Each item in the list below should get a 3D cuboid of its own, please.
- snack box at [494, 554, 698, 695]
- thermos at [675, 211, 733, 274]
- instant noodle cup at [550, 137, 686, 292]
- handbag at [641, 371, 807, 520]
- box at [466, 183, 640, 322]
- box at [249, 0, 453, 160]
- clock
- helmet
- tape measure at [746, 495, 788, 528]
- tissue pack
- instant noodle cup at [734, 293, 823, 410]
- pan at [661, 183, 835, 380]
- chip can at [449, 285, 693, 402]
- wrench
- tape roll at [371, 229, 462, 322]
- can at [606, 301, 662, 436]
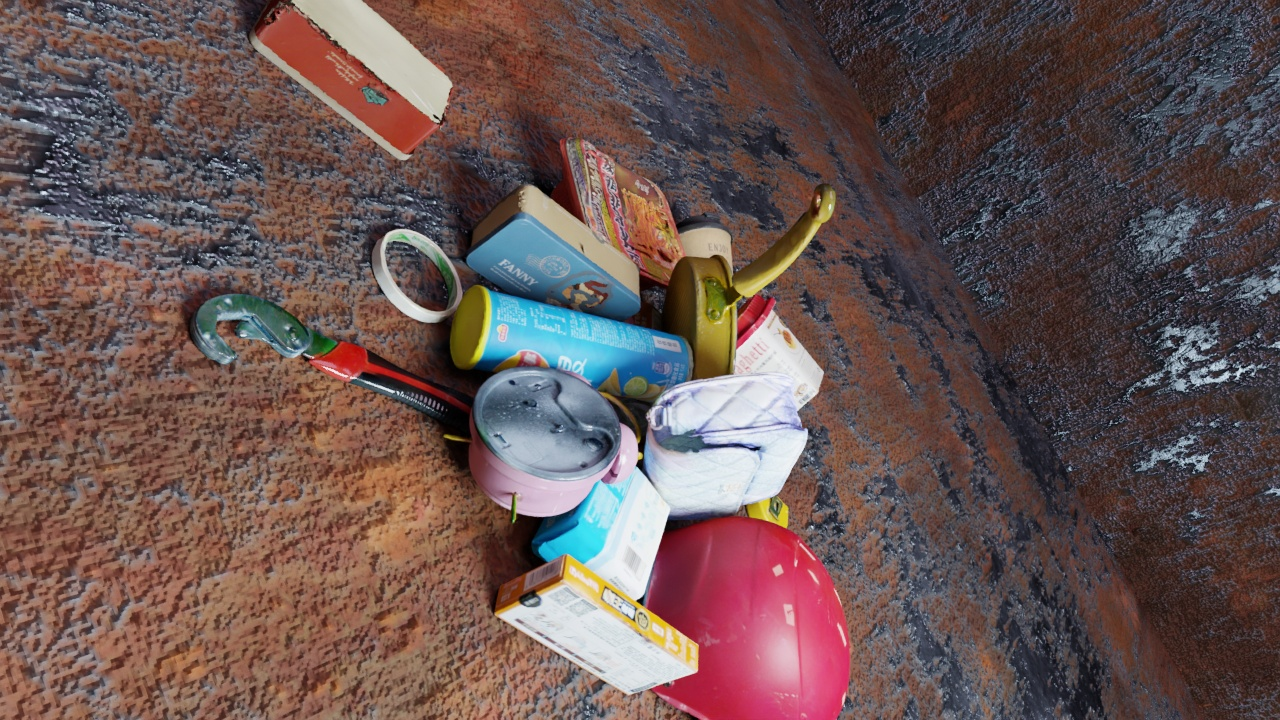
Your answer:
[{"bbox_3d":[-0.031,0.207,0.703,0.153,0.075,0.026,41,35,-28],"label":"snack box"},{"bbox_3d":[0.080,-0.105,1.155,0.093,0.093,0.143,18,56,-49],"label":"thermos"},{"bbox_3d":[-0.028,-0.148,1.033,0.188,0.079,0.164,17,50,-49],"label":"instant noodle cup"},{"bbox_3d":[0.069,0.084,0.819,0.194,0.134,0.075,92,-9,-63],"label":"handbag"},{"bbox_3d":[-0.085,-0.095,0.889,0.184,0.090,0.059,31,41,-36],"label":"box"},{"bbox_3d":[-0.246,-0.271,0.816,0.168,0.076,0.091,38,36,-34],"label":"box"},{"bbox_3d":[-0.065,0.060,0.726,0.158,0.060,0.117,-21,56,-40],"label":"clock"},{"bbox_3d":[0.118,0.247,0.831,0.240,0.144,0.206,49,29,-19],"label":"helmet"},{"bbox_3d":[0.148,0.173,1.056,0.060,0.029,0.057,46,32,-21],"label":"tape measure"},{"bbox_3d":[-0.034,0.140,0.773,0.090,0.063,0.139,50,32,-18],"label":"tissue pack"},{"bbox_3d":[0.139,0.005,1.063,0.124,0.117,0.116,44,26,-2],"label":"instant noodle cup"},{"bbox_3d":[0.086,-0.049,0.873,0.078,0.358,0.197,4,60,-10],"label":"pan"},{"bbox_3d":[-0.057,-0.009,0.812,0.210,0.071,0.071,13,51,-32],"label":"chip can"},{"bbox_3d":[-0.199,0.013,0.686,0.273,0.016,0.056,27,46,-43],"label":"wrench"},{"bbox_3d":[-0.190,-0.072,0.781,0.085,0.014,0.085,37,36,-34],"label":"tape roll"},{"bbox_3d":[-0.006,0.006,0.946,0.058,0.058,0.147,39,35,-32],"label":"can"}]
